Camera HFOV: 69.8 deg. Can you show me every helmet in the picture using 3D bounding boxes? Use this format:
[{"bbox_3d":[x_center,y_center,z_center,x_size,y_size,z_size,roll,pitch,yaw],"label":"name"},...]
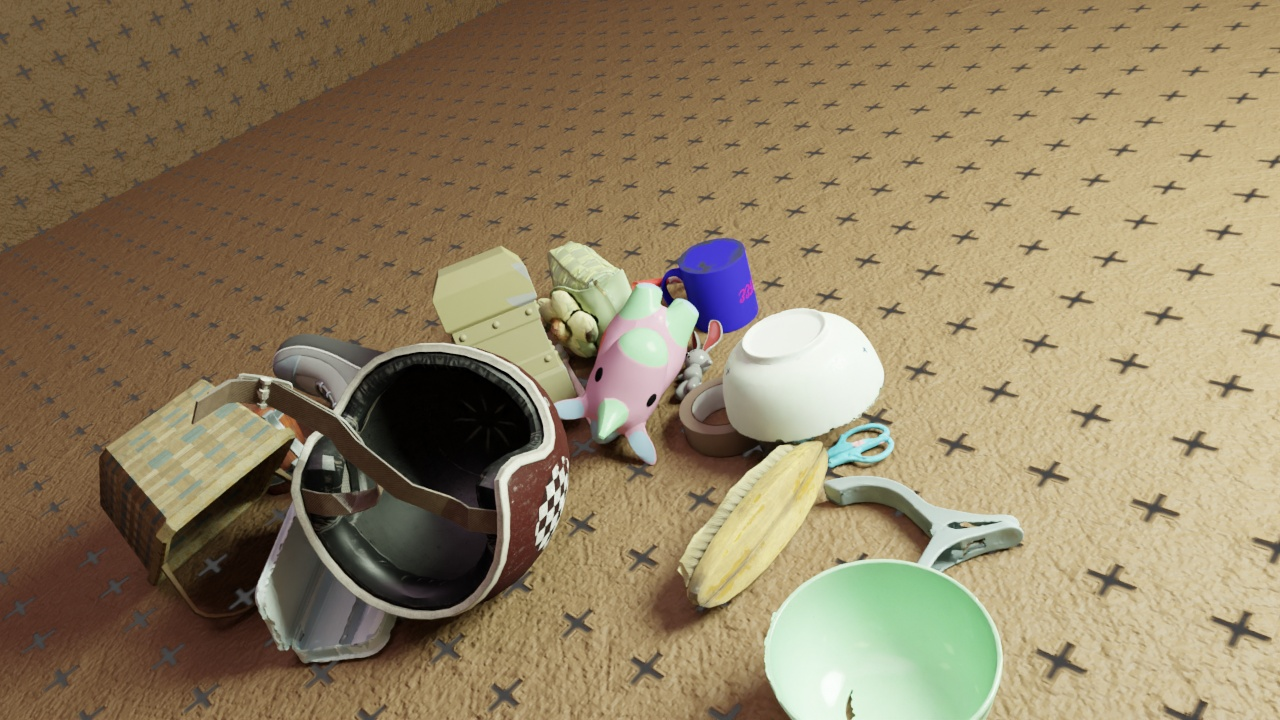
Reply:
[{"bbox_3d":[-0.185,0.098,0.799,0.233,0.234,0.252,4,22,13],"label":"helmet"}]

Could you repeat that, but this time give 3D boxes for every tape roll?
[{"bbox_3d":[0.088,0.055,0.926,0.094,0.030,0.093,-13,34,8],"label":"tape roll"}]

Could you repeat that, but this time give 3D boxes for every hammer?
[{"bbox_3d":[-0.172,-0.045,1.106,0.100,0.190,0.325,-22,16,-6],"label":"hammer"}]

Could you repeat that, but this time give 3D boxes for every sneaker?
[{"bbox_3d":[-0.347,0.062,1.061,0.257,0.093,0.160,10,51,20],"label":"sneaker"}]

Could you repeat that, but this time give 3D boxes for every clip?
[{"bbox_3d":[0.199,0.159,0.727,0.169,0.031,0.164,9,44,37],"label":"clip"}]

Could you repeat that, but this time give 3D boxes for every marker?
[{"bbox_3d":[0.041,-0.099,1.137,0.013,0.013,0.141,14,19,40],"label":"marker"}]

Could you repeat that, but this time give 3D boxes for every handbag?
[{"bbox_3d":[-0.074,-0.068,1.116,0.116,0.113,0.186,-28,31,-10],"label":"handbag"}]

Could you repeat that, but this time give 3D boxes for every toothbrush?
[{"bbox_3d":[-0.072,0.029,1.055,0.015,0.018,0.181,-25,34,-5],"label":"toothbrush"}]

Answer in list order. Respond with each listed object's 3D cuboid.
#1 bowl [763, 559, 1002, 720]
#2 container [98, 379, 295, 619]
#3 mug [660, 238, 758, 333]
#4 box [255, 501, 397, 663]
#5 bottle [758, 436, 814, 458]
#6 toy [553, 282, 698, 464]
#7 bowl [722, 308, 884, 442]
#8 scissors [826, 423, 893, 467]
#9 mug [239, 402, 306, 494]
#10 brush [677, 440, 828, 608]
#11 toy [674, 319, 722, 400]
[{"bbox_3d":[0.164,0.214,0.615,0.151,0.077,0.150,-13,33,8],"label":"bowl"},{"bbox_3d":[-0.422,0.152,0.916,0.157,0.186,0.251,-47,5,-36],"label":"container"},{"bbox_3d":[0.078,-0.088,1.090,0.111,0.083,0.079,-2,36,23],"label":"mug"},{"bbox_3d":[-0.270,0.179,0.872,0.105,0.130,0.210,-4,41,5],"label":"box"},{"bbox_3d":[0.159,0.054,0.885,0.040,0.040,0.129,17,47,41],"label":"bottle"},{"bbox_3d":[-0.006,0.006,0.978,0.120,0.171,0.222,26,6,-1],"label":"toy"},{"bbox_3d":[0.144,0.003,0.862,0.153,0.073,0.153,-19,28,10],"label":"bowl"},{"bbox_3d":[0.171,0.094,0.852,0.136,0.015,0.055,-25,32,2],"label":"scissors"},{"bbox_3d":[-0.412,0.093,1.037,0.117,0.111,0.081,12,43,37],"label":"mug"},{"bbox_3d":[0.098,0.135,0.781,0.043,0.059,0.194,5,39,47],"label":"brush"},{"bbox_3d":[0.063,0.001,1.016,0.049,0.030,0.111,-30,25,37],"label":"toy"}]
